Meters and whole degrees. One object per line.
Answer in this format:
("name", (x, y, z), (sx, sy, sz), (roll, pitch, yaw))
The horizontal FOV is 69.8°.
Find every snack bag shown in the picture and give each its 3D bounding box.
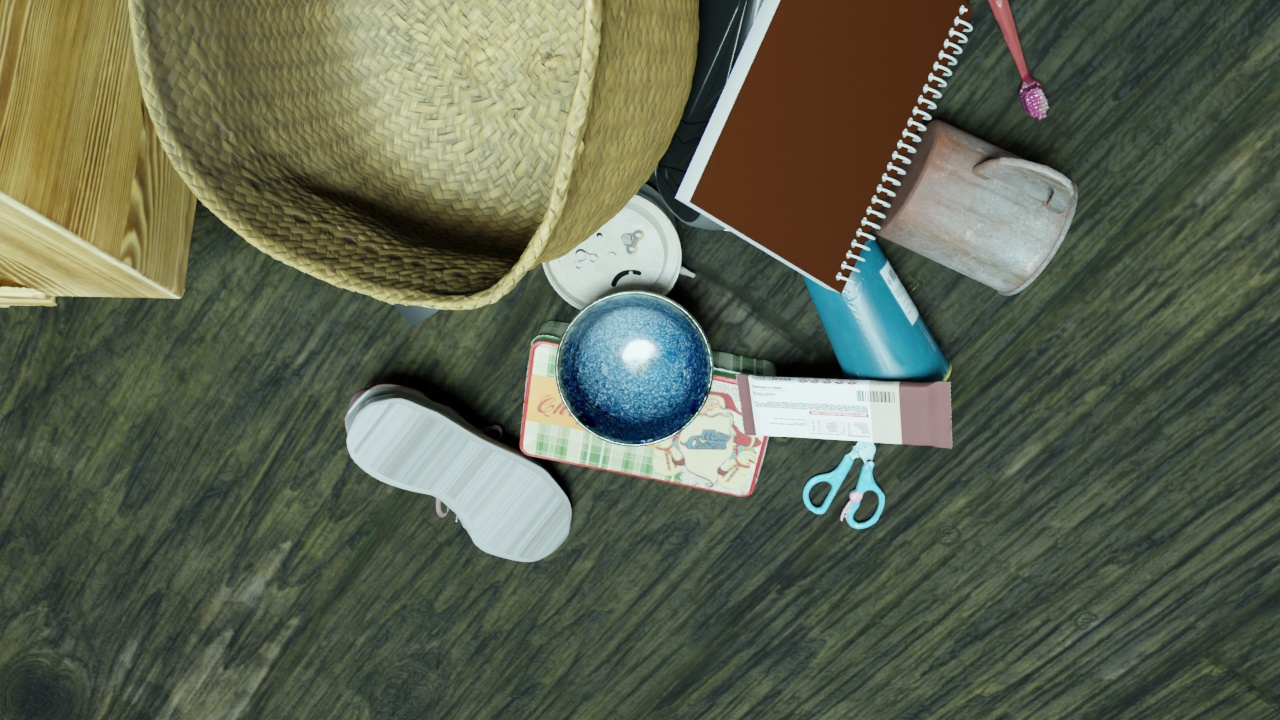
("snack bag", (0.150, 0.037, 0.688), (0.158, 0.013, 0.057), (1, 117, 26))

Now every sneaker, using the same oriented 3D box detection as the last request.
("sneaker", (-0.157, 0.090, 0.799), (0.099, 0.089, 0.236), (-47, 124, 2))
("sneaker", (0.105, -0.209, 0.605), (0.160, 0.093, 0.257), (0, 110, -32))

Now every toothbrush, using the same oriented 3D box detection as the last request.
("toothbrush", (0.234, -0.244, 0.606), (0.016, 0.016, 0.190), (-22, 116, 22))

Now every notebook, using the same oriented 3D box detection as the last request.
("notebook", (0.125, -0.163, 0.576), (0.171, 0.022, 0.209), (22, 94, -43))

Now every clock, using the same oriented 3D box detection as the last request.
("clock", (-0.030, -0.108, 0.692), (0.103, 0.061, 0.157), (-23, 118, 17))

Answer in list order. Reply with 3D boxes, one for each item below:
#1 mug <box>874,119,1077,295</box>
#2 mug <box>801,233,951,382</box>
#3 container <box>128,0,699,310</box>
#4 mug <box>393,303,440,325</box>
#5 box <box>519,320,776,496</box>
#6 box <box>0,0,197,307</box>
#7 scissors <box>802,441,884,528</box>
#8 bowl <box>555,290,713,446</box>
("mug", (0.232, -0.110, 0.625), (0.110, 0.123, 0.096), (19, 74, -4))
("mug", (0.174, -0.031, 0.695), (0.078, 0.078, 0.121), (-25, 105, 18))
("container", (-0.116, -0.199, 0.537), (0.307, 0.196, 0.307), (10, 115, 21))
("mug", (-0.161, -0.096, 0.712), (0.113, 0.078, 0.088), (-39, 107, -6))
("box", (0.006, 0.042, 0.764), (0.205, 0.050, 0.118), (13, 115, 3))
("box", (-0.452, -0.192, 0.551), (0.336, 0.286, 0.279), (-1, 76, 4))
("scissors", (0.180, 0.080, 0.782), (0.076, 0.015, 0.142), (10, 110, 5))
("bowl", (-0.004, 0.004, 0.689), (0.114, 0.060, 0.114), (0, 95, 2))
